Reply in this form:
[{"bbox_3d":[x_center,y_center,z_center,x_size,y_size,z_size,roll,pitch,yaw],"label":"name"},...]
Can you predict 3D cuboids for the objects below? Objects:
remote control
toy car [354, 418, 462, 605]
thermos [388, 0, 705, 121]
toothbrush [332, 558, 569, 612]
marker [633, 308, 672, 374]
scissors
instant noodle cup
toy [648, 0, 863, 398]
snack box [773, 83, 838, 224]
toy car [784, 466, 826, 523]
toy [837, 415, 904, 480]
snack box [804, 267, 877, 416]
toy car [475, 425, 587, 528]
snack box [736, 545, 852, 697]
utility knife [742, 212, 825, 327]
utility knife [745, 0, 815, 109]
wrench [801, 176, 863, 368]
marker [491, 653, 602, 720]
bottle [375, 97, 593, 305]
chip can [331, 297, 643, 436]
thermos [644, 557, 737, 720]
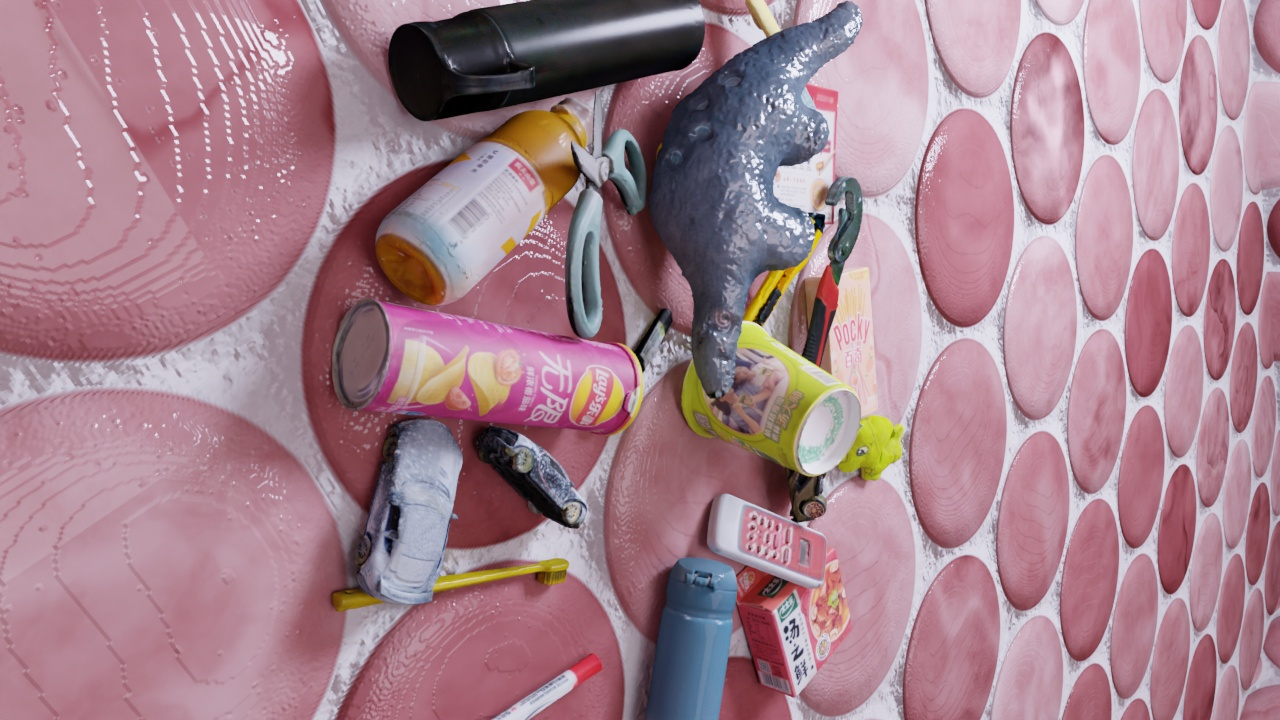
[{"bbox_3d":[0.120,0.169,0.855,0.136,0.020,0.055,26,61,-26],"label":"remote control"},{"bbox_3d":[-0.147,0.097,0.597,0.054,0.037,0.120,24,66,-42],"label":"toy car"},{"bbox_3d":[-0.049,-0.214,0.638,0.241,0.090,0.069,-29,137,-40],"label":"thermos"},{"bbox_3d":[-0.125,0.158,0.644,0.189,0.016,0.016,3,97,-45],"label":"toothbrush"},{"bbox_3d":[-0.004,0.004,0.753,0.018,0.015,0.123,53,55,-35],"label":"marker"},{"bbox_3d":[-0.024,-0.104,0.671,0.169,0.019,0.171,-25,118,-72],"label":"scissors"},{"bbox_3d":[0.116,0.039,0.778,0.111,0.123,0.112,-19,122,-33],"label":"instant noodle cup"},{"bbox_3d":[0.080,-0.149,0.747,0.138,0.091,0.356,18,84,-14],"label":"toy"},{"bbox_3d":[0.132,-0.190,0.850,0.113,0.044,0.127,-5,98,-44],"label":"snack box"},{"bbox_3d":[0.158,0.083,0.874,0.070,0.042,0.158,-69,158,-61],"label":"toy car"},{"bbox_3d":[0.251,0.092,0.997,0.096,0.031,0.100,-41,134,-15],"label":"toy"},{"bbox_3d":[0.210,-0.015,0.955,0.084,0.026,0.157,-17,105,-43],"label":"snack box"},{"bbox_3d":[-0.075,0.084,0.664,0.031,0.049,0.105,-53,128,-24],"label":"toy car"},{"bbox_3d":[0.153,0.244,0.907,0.113,0.044,0.127,-34,116,-38],"label":"snack box"},{"bbox_3d":[0.112,-0.047,0.833,0.033,0.015,0.216,39,80,-45],"label":"utility knife"},{"bbox_3d":[0.107,-0.302,0.800,0.204,0.021,0.030,55,45,-6],"label":"utility knife"},{"bbox_3d":[0.175,-0.041,0.892,0.056,0.016,0.273,-1,106,-45],"label":"wrench"},{"bbox_3d":[-0.086,0.262,0.690,0.144,0.017,0.017,-22,108,-42],"label":"marker"},{"bbox_3d":[-0.094,-0.114,0.614,0.189,0.068,0.068,-51,126,-33],"label":"bottle"},{"bbox_3d":[-0.096,0.009,0.621,0.210,0.071,0.071,10,86,-44],"label":"chip can"},{"bbox_3d":[0.040,0.281,0.785,0.070,0.070,0.220,15,82,-45],"label":"thermos"}]
